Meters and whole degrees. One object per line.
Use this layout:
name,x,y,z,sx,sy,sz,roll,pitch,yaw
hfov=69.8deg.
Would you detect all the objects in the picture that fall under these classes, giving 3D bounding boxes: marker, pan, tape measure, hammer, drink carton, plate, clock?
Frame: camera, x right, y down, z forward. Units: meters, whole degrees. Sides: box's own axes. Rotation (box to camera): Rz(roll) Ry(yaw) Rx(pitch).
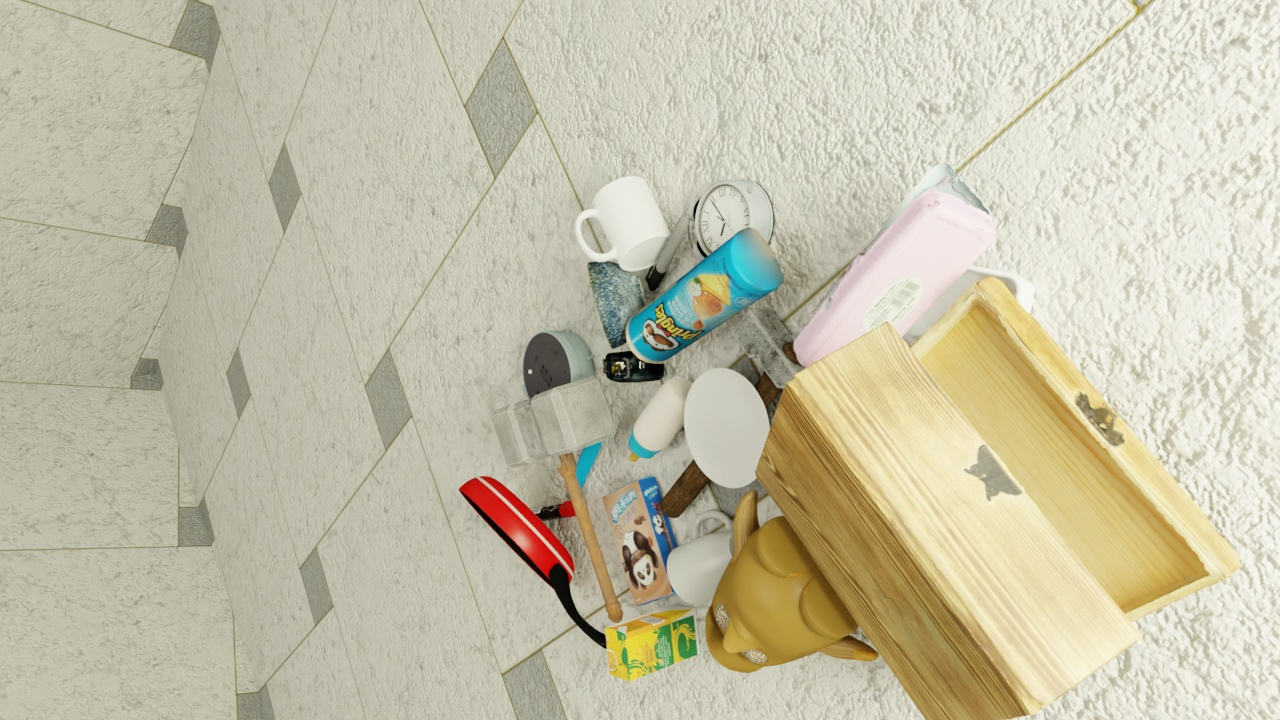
marker,0.030,-0.128,1.106,0.022,0.016,0.139,36,144,7
pan,-0.132,0.273,1.260,0.356,0.067,0.209,28,156,46
tape measure,-0.007,0.007,1.150,0.071,0.072,0.042,174,95,-78
hammer,-0.080,0.194,1.213,0.163,0.082,0.317,-20,88,48
drink carton,0.013,0.346,1.130,0.041,0.122,0.058,-5,91,50
plate,0.098,0.074,1.023,0.135,0.011,0.134,11,105,50
clock,0.095,-0.154,1.034,0.123,0.035,0.094,-9,88,49
hammer,0.119,0.117,1.042,0.217,0.037,0.301,57,134,28
marker,-0.129,0.224,1.363,0.145,0.021,0.023,-19,73,49
clock,-0.122,0.027,1.310,0.122,0.045,0.160,53,132,31

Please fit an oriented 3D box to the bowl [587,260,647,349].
bowl,-0.023,-0.076,1.156,0.114,0.061,0.114,-12,-94,-88

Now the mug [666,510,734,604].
mug,0.087,0.222,1.080,0.090,0.071,0.107,-35,41,38

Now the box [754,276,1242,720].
box,0.263,0.125,0.756,0.279,0.215,0.258,55,164,21

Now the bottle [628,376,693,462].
bottle,0.021,0.081,1.141,0.051,0.051,0.147,58,134,27

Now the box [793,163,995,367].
box,0.217,-0.078,0.809,0.203,0.088,0.095,-55,21,39

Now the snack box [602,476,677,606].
snack box,0.006,0.235,1.193,0.087,0.034,0.151,-35,68,47

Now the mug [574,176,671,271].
mug,-0.026,-0.162,1.121,0.074,0.110,0.090,105,144,-65

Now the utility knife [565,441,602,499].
utility knife,-0.077,0.141,1.295,0.031,0.015,0.174,55,134,34

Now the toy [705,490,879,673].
toy,0.137,0.253,0.955,0.198,0.162,0.204,52,143,18

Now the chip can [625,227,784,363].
chip can,0.069,-0.067,1.024,0.230,0.079,0.079,-34,69,55

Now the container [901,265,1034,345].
container,0.284,-0.047,0.812,0.129,0.049,0.081,21,111,47
